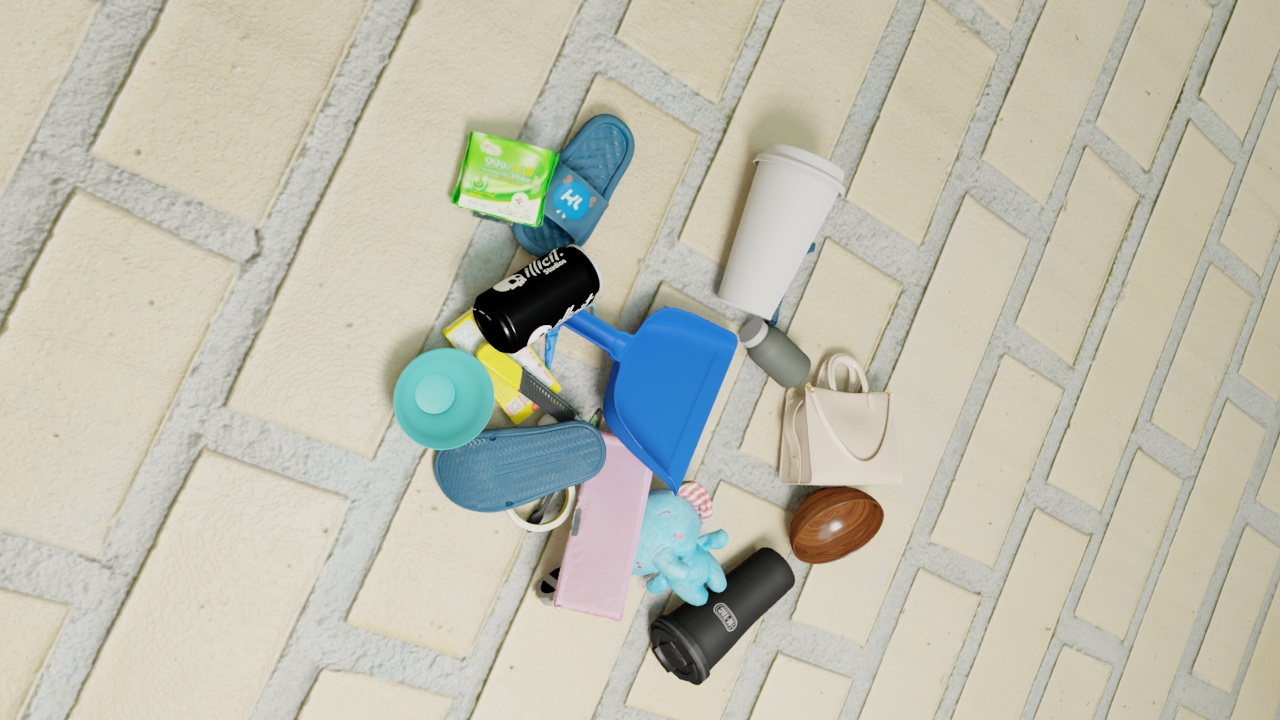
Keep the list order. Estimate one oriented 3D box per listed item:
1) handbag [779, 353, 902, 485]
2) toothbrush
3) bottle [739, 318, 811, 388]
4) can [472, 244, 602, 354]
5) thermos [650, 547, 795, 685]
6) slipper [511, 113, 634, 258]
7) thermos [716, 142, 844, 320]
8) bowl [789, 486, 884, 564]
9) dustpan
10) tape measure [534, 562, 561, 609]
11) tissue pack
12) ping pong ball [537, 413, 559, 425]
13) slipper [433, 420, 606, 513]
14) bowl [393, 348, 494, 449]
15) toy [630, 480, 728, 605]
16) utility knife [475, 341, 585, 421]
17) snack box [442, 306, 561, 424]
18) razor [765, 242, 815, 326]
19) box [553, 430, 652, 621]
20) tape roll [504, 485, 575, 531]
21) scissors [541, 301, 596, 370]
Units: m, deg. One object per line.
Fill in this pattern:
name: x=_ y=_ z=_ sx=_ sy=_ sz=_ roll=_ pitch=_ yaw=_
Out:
handbag: x=0.300 y=0.088 z=1.377 sx=0.194 sy=0.101 sz=0.197 roll=4 pitch=83 yaw=-28
toothbrush: x=-0.101 y=0.144 z=1.213 sx=0.014 sy=0.017 sz=0.187 roll=38 pitch=76 yaw=-30
bottle: x=0.192 y=-0.011 z=1.317 sx=0.108 sy=0.060 sz=0.060 roll=40 pitch=78 yaw=-26
can: x=-0.122 y=-0.074 z=1.097 sx=0.145 sy=0.080 sz=0.080 roll=-36 pitch=112 yaw=-27
thermos: x=0.121 y=0.358 z=1.311 sx=0.218 sy=0.106 sz=0.106 roll=-33 pitch=111 yaw=-26
slipper: x=-0.074 y=-0.216 z=1.151 sx=0.104 sy=0.059 sz=0.213 roll=42 pitch=76 yaw=-29
thermos: x=0.185 y=-0.173 z=1.263 sx=0.131 sy=0.131 sz=0.222 roll=20 pitch=95 yaw=-28
bowl: x=0.285 y=0.234 z=1.384 sx=0.147 sy=0.068 sz=0.147 roll=-12 pitch=134 yaw=-12
dustpan: x=-0.007 y=0.007 z=1.194 sx=0.257 sy=0.060 sz=0.245 roll=31 pitch=62 yaw=-11
tape measure: x=-0.105 y=0.294 z=1.198 sx=0.064 sy=0.065 sz=0.017 roll=-41 pitch=113 yaw=-20
tissue pack: x=-0.162 y=-0.215 z=1.097 sx=0.114 sy=0.034 sz=0.099 roll=14 pitch=91 yaw=-1
ping pong ball: x=-0.113 y=0.088 z=1.180 sx=0.040 sy=0.040 sz=0.040 roll=-4 pitch=98 yaw=-27
slipper: x=-0.148 y=0.129 z=1.140 sx=0.213 sy=0.059 sz=0.104 roll=-10 pitch=91 yaw=-3
bowl: x=-0.241 y=0.044 z=1.104 sx=0.121 sy=0.046 sz=0.121 roll=-4 pitch=99 yaw=-27
toy: x=0.041 y=0.260 z=1.233 sx=0.183 sy=0.114 sz=0.180 roll=-37 pitch=96 yaw=9
utility knife: x=-0.125 y=0.044 z=1.144 sx=0.198 sy=0.020 sz=0.028 roll=41 pitch=85 yaw=-23
snack box: x=-0.171 y=0.001 z=1.143 sx=0.075 sy=0.025 sz=0.152 roll=-39 pitch=113 yaw=-11
razor: x=0.211 y=-0.115 z=1.337 sx=0.044 sy=0.018 sz=0.141 roll=22 pitch=90 yaw=-25
box: x=-0.043 y=0.211 z=1.182 sx=0.098 sy=0.041 sz=0.232 roll=11 pitch=70 yaw=-1
tape roll: x=-0.131 y=0.173 z=1.181 sx=0.094 sy=0.019 sz=0.094 roll=2 pitch=84 yaw=-17
scissors: x=-0.107 y=-0.049 z=1.184 sx=0.125 sy=0.016 sz=0.125 roll=4 pitch=99 yaw=-25
